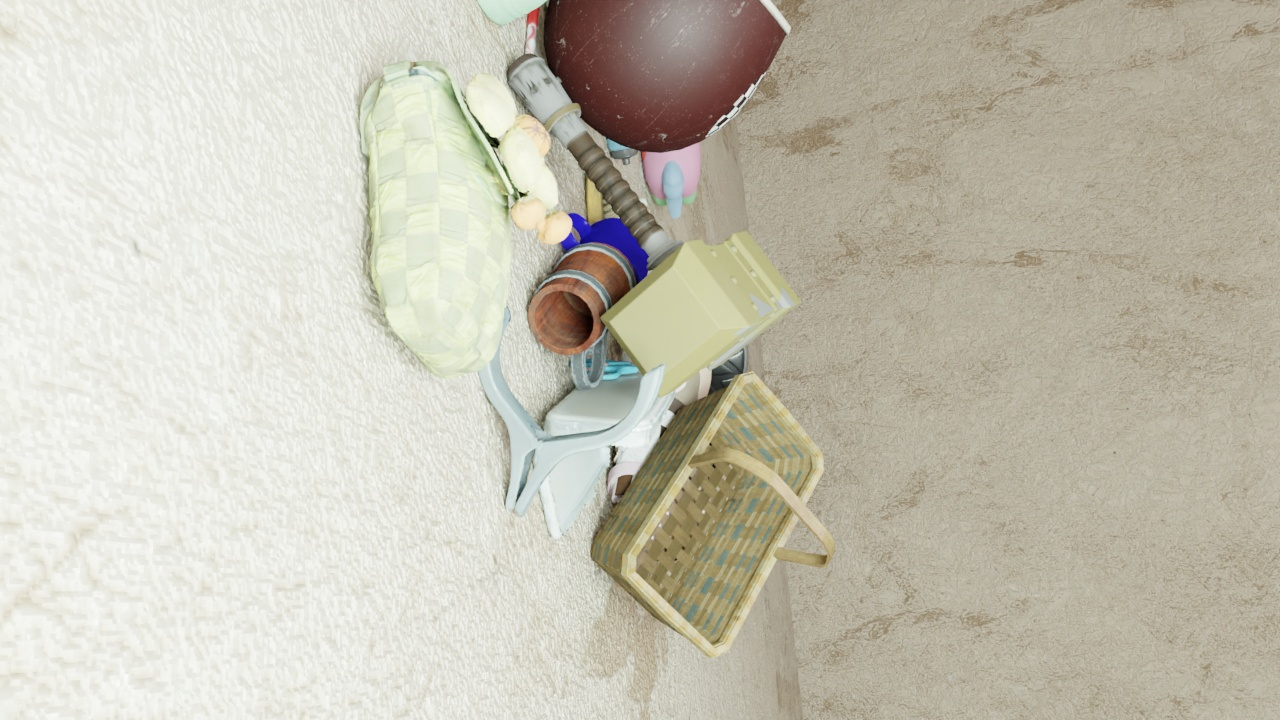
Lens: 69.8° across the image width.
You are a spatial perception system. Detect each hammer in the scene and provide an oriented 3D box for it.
[{"bbox_3d":[-0.014,-0.141,0.819,0.325,0.101,0.189,53,26,6],"label":"hammer"}]

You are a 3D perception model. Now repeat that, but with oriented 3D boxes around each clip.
[{"bbox_3d":[-0.042,0.032,0.681,0.031,0.165,0.169,-36,121,-75],"label":"clip"}]

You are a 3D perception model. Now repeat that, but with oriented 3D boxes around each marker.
[{"bbox_3d":[-0.108,-0.323,0.911,0.013,0.013,0.142,63,23,-55],"label":"marker"}]

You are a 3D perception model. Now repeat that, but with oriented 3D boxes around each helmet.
[{"bbox_3d":[0.023,-0.338,0.898,0.233,0.254,0.233,40,18,-14],"label":"helmet"}]

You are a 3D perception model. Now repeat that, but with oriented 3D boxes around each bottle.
[{"bbox_3d":[-0.030,-0.319,1.190,0.040,0.040,0.130,-59,139,-70],"label":"bottle"}]

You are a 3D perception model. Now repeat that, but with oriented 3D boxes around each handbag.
[{"bbox_3d":[-0.101,-0.087,0.560,0.113,0.117,0.186,47,36,-69],"label":"handbag"}]

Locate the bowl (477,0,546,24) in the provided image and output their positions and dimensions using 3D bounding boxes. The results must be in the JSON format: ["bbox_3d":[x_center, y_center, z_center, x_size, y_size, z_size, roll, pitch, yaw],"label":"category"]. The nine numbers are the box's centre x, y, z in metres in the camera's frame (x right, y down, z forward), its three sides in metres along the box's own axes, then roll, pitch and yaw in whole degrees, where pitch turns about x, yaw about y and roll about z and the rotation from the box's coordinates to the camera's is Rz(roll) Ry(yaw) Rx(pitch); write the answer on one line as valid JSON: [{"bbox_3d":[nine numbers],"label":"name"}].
[{"bbox_3d":[-0.107,-0.380,0.806,0.150,0.077,0.151,-6,89,-78],"label":"bowl"}]

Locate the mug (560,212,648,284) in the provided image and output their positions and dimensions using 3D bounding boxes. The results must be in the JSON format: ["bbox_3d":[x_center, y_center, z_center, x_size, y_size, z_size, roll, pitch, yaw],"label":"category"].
[{"bbox_3d":[-0.043,-0.106,0.949,0.111,0.079,0.083,46,27,-19],"label":"mug"}]

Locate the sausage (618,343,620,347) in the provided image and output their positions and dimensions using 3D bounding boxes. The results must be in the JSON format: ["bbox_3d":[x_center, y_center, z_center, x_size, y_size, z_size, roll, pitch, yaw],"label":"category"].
[{"bbox_3d":[0.005,0.000,1.150,0.164,0.039,0.044,60,40,-61],"label":"sausage"}]

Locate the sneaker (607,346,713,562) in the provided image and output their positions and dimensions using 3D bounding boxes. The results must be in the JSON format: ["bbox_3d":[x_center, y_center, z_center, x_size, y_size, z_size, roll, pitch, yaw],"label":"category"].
[{"bbox_3d":[0.005,0.074,0.999,0.116,0.112,0.293,9,78,-58],"label":"sneaker"}]

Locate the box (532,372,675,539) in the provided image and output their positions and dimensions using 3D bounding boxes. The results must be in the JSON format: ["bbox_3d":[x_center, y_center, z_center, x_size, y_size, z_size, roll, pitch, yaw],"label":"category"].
[{"bbox_3d":[-0.021,0.069,0.853,0.210,0.106,0.130,-57,141,-70],"label":"box"}]

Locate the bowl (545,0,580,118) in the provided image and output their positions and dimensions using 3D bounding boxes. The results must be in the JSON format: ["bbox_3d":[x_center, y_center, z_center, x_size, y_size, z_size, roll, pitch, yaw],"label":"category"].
[{"bbox_3d":[-0.051,-0.362,1.053,0.153,0.073,0.153,-9,89,-77],"label":"bowl"}]

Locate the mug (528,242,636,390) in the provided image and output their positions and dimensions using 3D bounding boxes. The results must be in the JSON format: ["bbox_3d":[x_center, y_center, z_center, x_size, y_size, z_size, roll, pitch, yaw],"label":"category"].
[{"bbox_3d":[-0.050,-0.039,0.848,0.110,0.081,0.117,-60,141,-64],"label":"mug"}]

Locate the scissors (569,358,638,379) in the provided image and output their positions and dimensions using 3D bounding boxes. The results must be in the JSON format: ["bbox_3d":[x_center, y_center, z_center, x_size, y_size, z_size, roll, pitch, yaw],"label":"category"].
[{"bbox_3d":[-0.005,0.005,0.926,0.055,0.136,0.015,29,-60,55],"label":"scissors"}]

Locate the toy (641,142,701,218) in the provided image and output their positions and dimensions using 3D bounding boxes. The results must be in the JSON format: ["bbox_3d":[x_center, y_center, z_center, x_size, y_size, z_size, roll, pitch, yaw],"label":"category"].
[{"bbox_3d":[0.045,-0.339,1.402,0.171,0.120,0.221,79,8,-63],"label":"toy"}]

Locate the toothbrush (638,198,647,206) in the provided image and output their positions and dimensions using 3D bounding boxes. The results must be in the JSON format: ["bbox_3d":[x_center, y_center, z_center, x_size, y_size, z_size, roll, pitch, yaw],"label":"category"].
[{"bbox_3d":[-0.018,-0.222,1.238,0.181,0.018,0.015,-11,93,-77],"label":"toothbrush"}]

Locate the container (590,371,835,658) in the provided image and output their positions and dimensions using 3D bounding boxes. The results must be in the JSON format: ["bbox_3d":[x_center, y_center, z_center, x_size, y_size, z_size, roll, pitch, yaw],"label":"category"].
[{"bbox_3d":[0.088,0.142,0.881,0.157,0.187,0.249,48,59,-22],"label":"container"}]

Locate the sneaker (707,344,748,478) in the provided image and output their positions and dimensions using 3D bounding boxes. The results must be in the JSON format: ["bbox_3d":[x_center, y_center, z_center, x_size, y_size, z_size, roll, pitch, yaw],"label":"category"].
[{"bbox_3d":[0.078,0.044,1.234,0.160,0.093,0.257,-91,-168,-71],"label":"sneaker"}]

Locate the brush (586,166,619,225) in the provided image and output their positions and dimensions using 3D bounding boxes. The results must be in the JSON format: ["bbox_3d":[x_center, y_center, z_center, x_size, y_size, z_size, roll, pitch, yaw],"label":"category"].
[{"bbox_3d":[-0.031,-0.137,1.066,0.059,0.043,0.195,-29,112,-77],"label":"brush"}]
